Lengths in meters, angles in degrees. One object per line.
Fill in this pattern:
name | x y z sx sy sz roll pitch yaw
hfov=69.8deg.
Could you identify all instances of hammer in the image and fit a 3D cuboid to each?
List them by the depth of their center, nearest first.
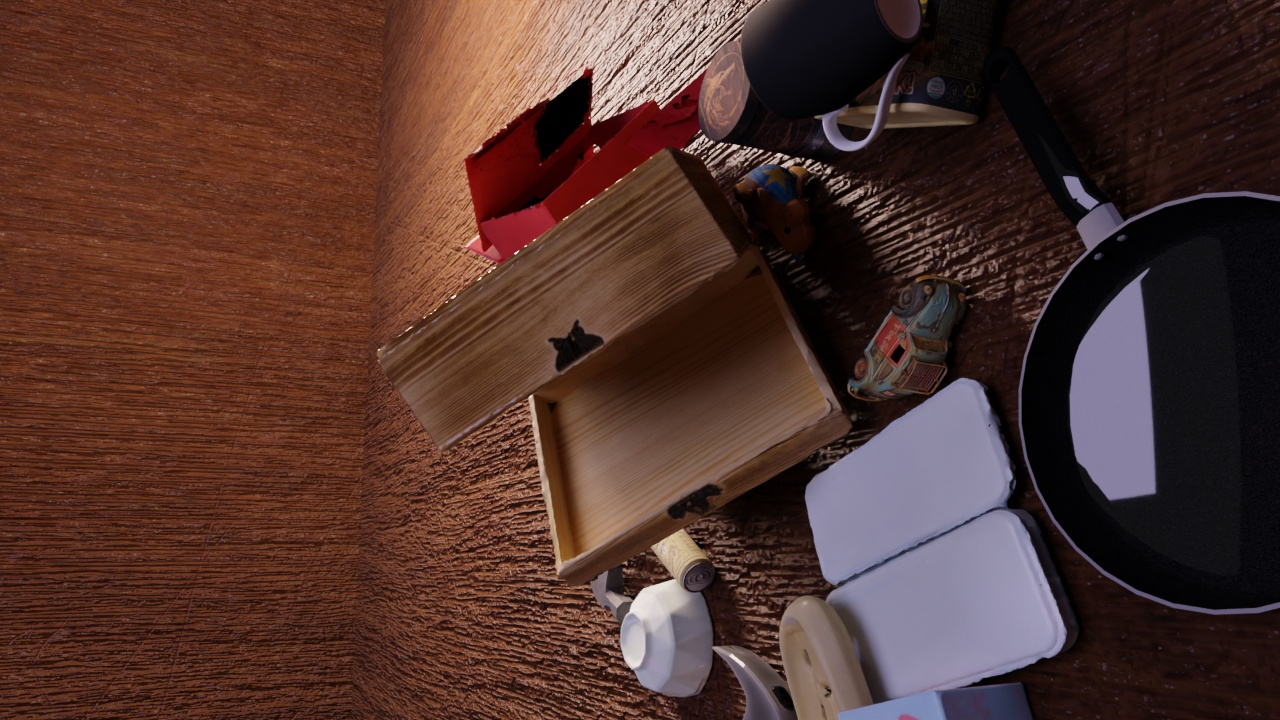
hammer | 0.070 0.408 0.832 0.169 0.034 0.325 -121 42 -51
hammer | -0.024 0.134 1.048 0.111 0.028 0.301 -159 73 -66

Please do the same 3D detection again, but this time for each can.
can | 0.189 -0.225 0.665 0.131 0.072 0.101 24 110 62
can | 0.041 0.195 0.916 0.079 0.038 0.038 42 122 58

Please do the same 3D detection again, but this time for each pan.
pan | 0.271 -0.043 0.497 0.205 0.044 0.355 -52 41 47

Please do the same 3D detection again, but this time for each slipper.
slipper | 0.129 0.301 0.645 0.111 0.079 0.261 110 150 -66

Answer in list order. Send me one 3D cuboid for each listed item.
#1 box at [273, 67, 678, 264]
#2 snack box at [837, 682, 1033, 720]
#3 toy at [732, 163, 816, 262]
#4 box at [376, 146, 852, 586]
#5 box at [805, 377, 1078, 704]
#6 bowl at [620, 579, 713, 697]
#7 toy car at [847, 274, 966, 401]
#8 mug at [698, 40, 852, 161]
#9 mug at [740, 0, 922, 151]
box | -0.195 -0.238 1.089 0.468 0.214 0.138 14 141 38
snack box | 0.189 0.255 0.565 0.095 0.079 0.093 -44 47 50
toy | 0.122 -0.122 0.822 0.103 0.070 0.090 95 152 -58
box | -0.002 0.003 0.794 0.280 0.264 0.269 -34 5 14
box | 0.190 0.134 0.639 0.210 0.037 0.189 -46 48 51
bowl | 0.019 0.279 0.920 0.118 0.061 0.117 -17 71 61
toy car | 0.192 -0.005 0.644 0.047 0.047 0.112 -113 38 -47
mug | 0.122 -0.224 0.755 0.116 0.107 0.080 -55 39 45
mug | 0.138 -0.202 0.615 0.100 0.084 0.119 -11 110 51
